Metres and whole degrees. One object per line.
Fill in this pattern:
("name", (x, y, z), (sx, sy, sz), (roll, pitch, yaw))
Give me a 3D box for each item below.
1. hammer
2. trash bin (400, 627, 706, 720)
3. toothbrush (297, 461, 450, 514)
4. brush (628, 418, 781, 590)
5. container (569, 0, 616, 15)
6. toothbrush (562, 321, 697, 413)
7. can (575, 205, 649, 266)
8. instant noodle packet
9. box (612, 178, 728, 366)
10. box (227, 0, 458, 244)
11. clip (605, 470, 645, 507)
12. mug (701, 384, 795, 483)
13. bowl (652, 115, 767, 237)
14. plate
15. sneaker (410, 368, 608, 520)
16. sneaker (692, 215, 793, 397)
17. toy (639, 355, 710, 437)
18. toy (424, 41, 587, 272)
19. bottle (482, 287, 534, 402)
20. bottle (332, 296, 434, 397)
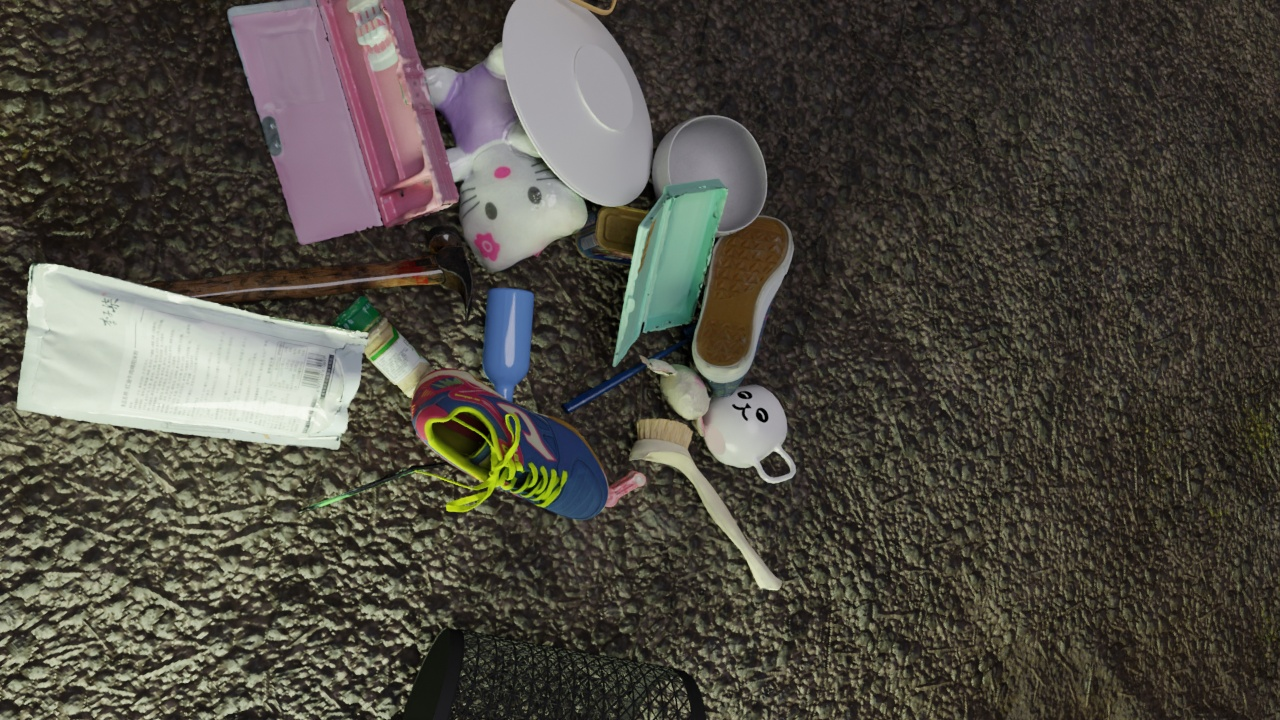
("hammer", (-0.321, -0.065, 0.844), (0.329, 0.120, 0.033), (-8, 137, -18))
("trash bin", (-0.097, 0.370, 0.873), (0.243, 0.217, 0.216), (23, 80, -15))
("toothbrush", (-0.245, 0.114, 0.909), (0.187, 0.014, 0.017), (-19, 83, -23))
("brush", (0.081, 0.165, 1.033), (0.077, 0.062, 0.272), (-48, 112, -24))
("container", (-0.088, -0.452, 0.924), (0.183, 0.129, 0.166), (23, 68, -22))
("toothbrush", (-0.006, 0.006, 1.015), (0.189, 0.016, 0.017), (-31, 93, -21))
("can", (-0.014, -0.134, 0.990), (0.099, 0.059, 0.054), (7, 86, -23))
("instant noodle packet", (-0.391, 0.005, 0.815), (0.269, 0.057, 0.147), (13, 115, -23))
("box", (0.020, -0.091, 0.947), (0.137, 0.187, 0.056), (-27, 55, -35))
("box", (-0.276, -0.242, 0.882), (0.173, 0.075, 0.233), (-13, 96, 8))
("clip", (-0.024, 0.140, 1.008), (0.059, 0.041, 0.023), (-26, 96, -11))
("mug", (0.121, 0.087, 1.018), (0.076, 0.090, 0.124), (-23, 62, -30))
("bowl", (0.070, -0.201, 1.022), (0.131, 0.064, 0.132), (1, 87, -28))
("plate", (-0.047, -0.271, 0.930), (0.229, 0.030, 0.229), (24, 59, -47))
("sneaker", (-0.125, 0.105, 0.903), (0.241, 0.091, 0.116), (36, 104, -28))
("sneaker", (0.110, -0.062, 1.028), (0.087, 0.079, 0.234), (14, 56, 12))
("toy", (0.044, 0.031, 0.999), (0.050, 0.087, 0.112), (-28, 112, -2))
("toy", (-0.141, -0.199, 0.919), (0.138, 0.085, 0.209), (-19, 94, 3))
("bottle", (-0.137, -0.006, 0.939), (0.048, 0.048, 0.131), (5, 87, -24))
("bottle", (-0.247, -0.011, 0.894), (0.042, 0.043, 0.110), (-47, 107, -17))
